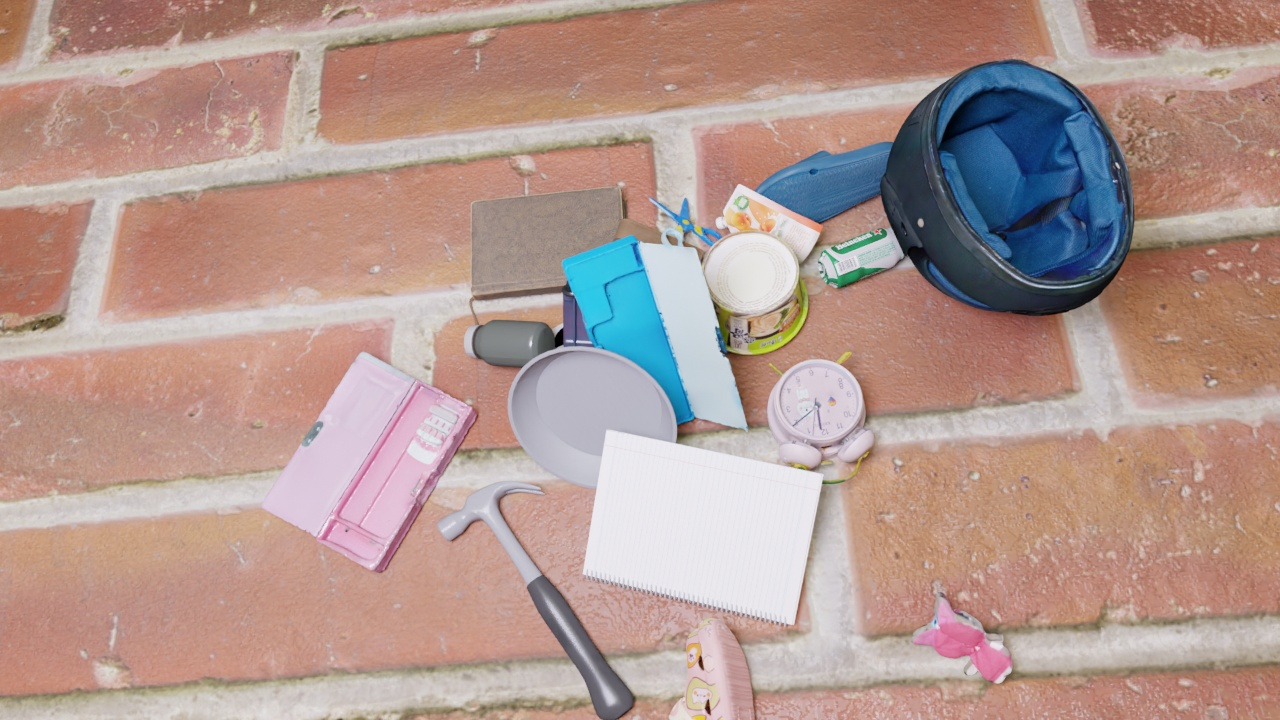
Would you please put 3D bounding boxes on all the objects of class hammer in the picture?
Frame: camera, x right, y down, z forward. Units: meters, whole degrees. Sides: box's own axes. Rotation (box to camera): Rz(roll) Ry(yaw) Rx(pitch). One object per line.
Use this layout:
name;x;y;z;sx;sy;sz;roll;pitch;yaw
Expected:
hammer;-0.106;0.270;1.055;0.125;0.029;0.311;-36;68;-8

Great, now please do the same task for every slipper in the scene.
slipper;0.074;0.375;0.965;0.082;0.093;0.197;-17;66;21
slipper;0.239;-0.234;1.190;0.214;0.104;0.059;-20;53;1

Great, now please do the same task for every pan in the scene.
pan;0.014;0.101;1.069;0.356;0.201;0.050;27;35;-4

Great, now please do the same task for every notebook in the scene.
notebook;0.066;0.189;1.033;0.246;0.013;0.178;11;97;11
notebook;-0.124;-0.138;1.228;0.215;0.034;0.190;-4;68;4

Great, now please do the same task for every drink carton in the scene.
drink carton;0.163;-0.173;1.176;0.122;0.069;0.038;27;38;-4

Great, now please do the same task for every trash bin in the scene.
trash bin;-0.012;-0.057;1.127;0.161;0.094;0.092;3;30;2

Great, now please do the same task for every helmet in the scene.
helmet;0.420;-0.174;1.068;0.249;0.236;0.315;-15;68;1

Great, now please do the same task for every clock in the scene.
clock;0.212;0.072;1.085;0.117;0.059;0.157;-8;67;3

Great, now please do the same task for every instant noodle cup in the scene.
instant noodle cup;0.136;-0.088;1.141;0.146;0.098;0.146;-3;67;6

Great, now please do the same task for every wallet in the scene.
wallet;0.015;-0.122;1.191;0.121;0.027;0.098;22;66;-7

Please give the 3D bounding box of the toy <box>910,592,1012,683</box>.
toy;0.349;0.299;0.983;0.102;0.050;0.065;34;111;15

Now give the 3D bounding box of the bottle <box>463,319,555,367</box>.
bottle;-0.167;-0.021;1.165;0.109;0.060;0.060;4;67;23

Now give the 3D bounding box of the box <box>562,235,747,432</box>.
box;0.024;-0.025;1.058;0.170;0.244;0.071;-6;31;22

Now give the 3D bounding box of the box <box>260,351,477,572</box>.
box;-0.333;0.123;1.140;0.179;0.039;0.232;27;73;13

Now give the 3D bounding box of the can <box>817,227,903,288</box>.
can;0.279;-0.130;1.166;0.101;0.053;0.053;-22;66;-2

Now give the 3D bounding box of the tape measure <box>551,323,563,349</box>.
tape measure;-0.082;-0.022;1.183;0.065;0.017;0.064;-24;66;-4

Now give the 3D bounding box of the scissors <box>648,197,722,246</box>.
scissors;0.055;-0.175;1.212;0.125;0.015;0.126;39;41;11
